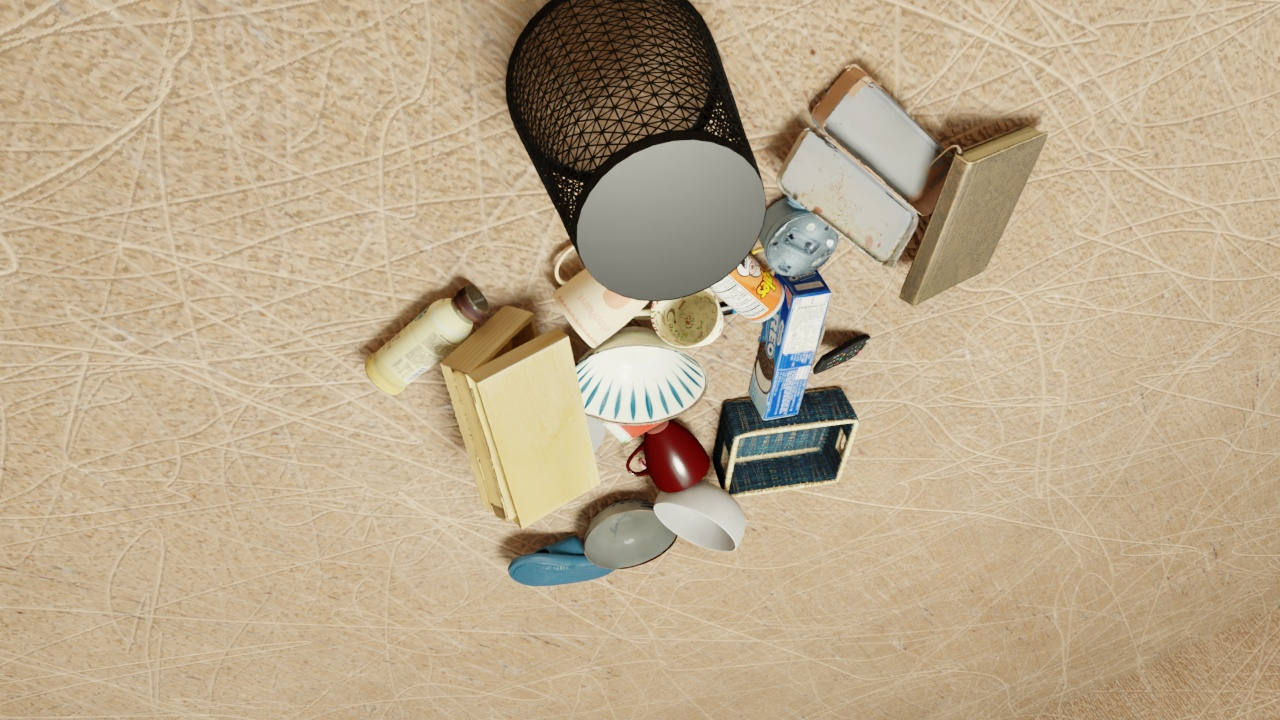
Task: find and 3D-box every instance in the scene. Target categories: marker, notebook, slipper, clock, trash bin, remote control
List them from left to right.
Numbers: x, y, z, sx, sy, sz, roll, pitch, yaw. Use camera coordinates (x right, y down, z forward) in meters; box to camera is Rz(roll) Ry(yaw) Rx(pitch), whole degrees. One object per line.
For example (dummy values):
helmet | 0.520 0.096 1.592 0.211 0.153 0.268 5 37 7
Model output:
slipper | -0.120 0.317 1.448 0.213 0.059 0.104 12 140 -45
trash bin | 0.000 -0.194 0.840 0.217 0.243 0.217 -9 136 -9
marker | 0.105 -0.063 1.168 0.123 0.015 0.018 -14 136 -2
clock | 0.191 -0.158 1.075 0.088 0.051 0.125 20 124 -31
remote control | 0.270 -0.008 1.235 0.124 0.010 0.039 -21 148 -46
notebook | 0.379 -0.166 1.088 0.189 0.034 0.216 -23 142 -29

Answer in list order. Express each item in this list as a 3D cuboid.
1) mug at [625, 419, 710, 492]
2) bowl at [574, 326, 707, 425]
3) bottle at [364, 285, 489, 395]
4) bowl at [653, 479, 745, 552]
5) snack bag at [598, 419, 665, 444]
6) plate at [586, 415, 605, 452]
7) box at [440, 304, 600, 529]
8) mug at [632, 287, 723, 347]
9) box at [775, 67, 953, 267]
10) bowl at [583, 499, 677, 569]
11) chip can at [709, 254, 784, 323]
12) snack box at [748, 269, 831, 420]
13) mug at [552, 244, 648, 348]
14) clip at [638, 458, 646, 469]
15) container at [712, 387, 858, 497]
mug | 0.029 0.129 1.295 0.114 0.087 0.088 -22 119 12
bowl | -0.007 0.007 1.152 0.177 0.070 0.178 -2 144 -1
bottle | -0.246 -0.026 1.066 0.162 0.056 0.056 -36 133 18
bowl | 0.092 0.215 1.329 0.132 0.064 0.132 23 153 13
snack bag | 0.002 0.061 1.244 0.116 0.036 0.077 -30 134 13
plate | -0.131 0.114 1.267 0.172 0.019 0.173 -9 136 -9
box | -0.136 0.080 1.104 0.123 0.140 0.249 15 134 26
mug | 0.044 -0.051 1.109 0.122 0.081 0.097 0 176 15
box | 0.260 -0.207 1.031 0.216 0.058 0.154 26 108 -36
bowl | -0.020 0.257 1.417 0.150 0.056 0.151 -9 135 -9
chip can | 0.086 -0.120 1.071 0.062 0.062 0.210 -38 132 20
snack box | 0.194 -0.018 1.211 0.059 0.059 0.227 -8 136 -14
mug | -0.045 -0.088 1.058 0.104 0.085 0.111 -36 105 5
clip | 0.018 0.162 1.362 0.038 0.022 0.059 -34 129 20
container | 0.208 0.119 1.340 0.187 0.071 0.146 -6 135 -11
